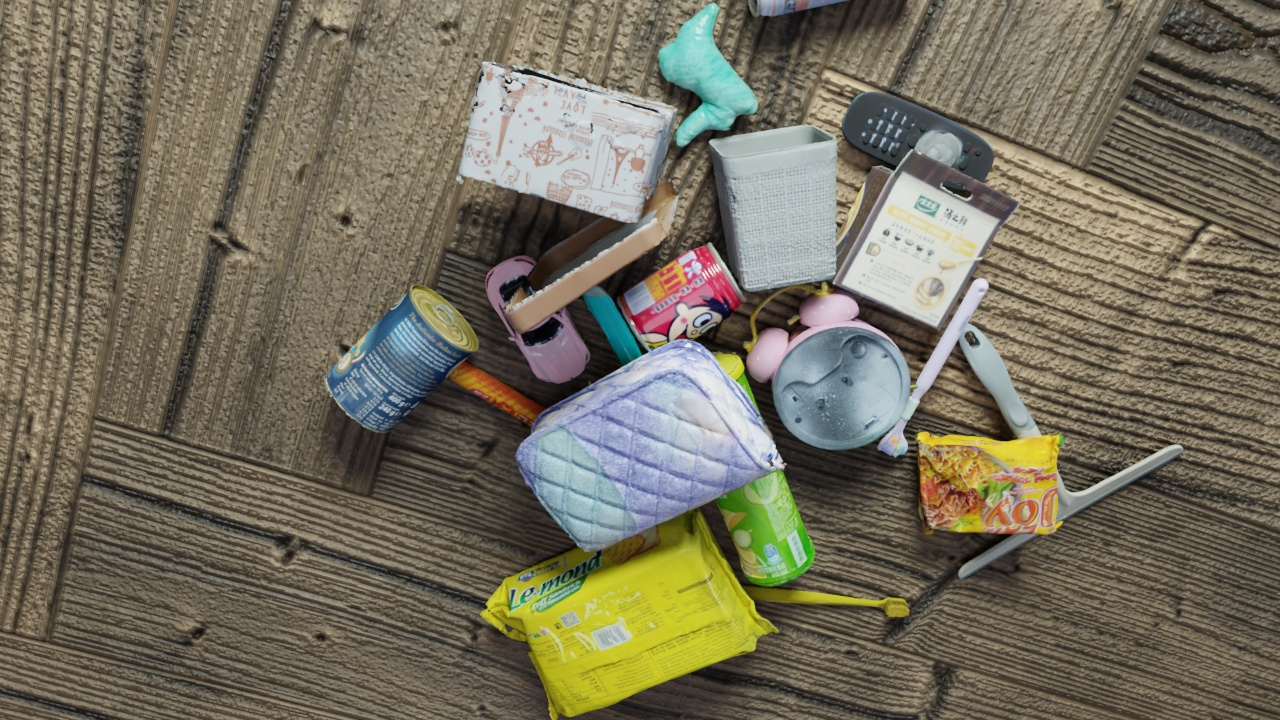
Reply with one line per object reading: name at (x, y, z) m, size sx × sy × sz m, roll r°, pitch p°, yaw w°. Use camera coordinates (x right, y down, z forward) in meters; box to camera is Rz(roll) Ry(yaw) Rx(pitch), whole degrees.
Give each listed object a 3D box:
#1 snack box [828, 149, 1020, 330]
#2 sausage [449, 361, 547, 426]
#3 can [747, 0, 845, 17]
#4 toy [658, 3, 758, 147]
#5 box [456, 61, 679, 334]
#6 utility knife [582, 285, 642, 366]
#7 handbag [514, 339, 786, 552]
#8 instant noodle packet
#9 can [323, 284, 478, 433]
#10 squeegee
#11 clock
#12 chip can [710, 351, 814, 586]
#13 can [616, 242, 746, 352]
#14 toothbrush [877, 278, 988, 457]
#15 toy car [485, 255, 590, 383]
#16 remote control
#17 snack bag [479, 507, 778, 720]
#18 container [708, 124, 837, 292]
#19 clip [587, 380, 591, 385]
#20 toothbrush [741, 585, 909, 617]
snack box at (0.234, -0.103, 0.778) m, size 0.113 × 0.053 × 0.126 m, roll 21°, pitch 106°, yaw -17°
sausage at (-0.104, 0.045, 0.829) m, size 0.165 × 0.021 × 0.021 m, roll 32°, pitch 104°, yaw -13°
can at (0.150, -0.304, 0.706) m, size 0.134 × 0.053 × 0.053 m, roll -12°, pitch 110°, yaw 0°
toy at (0.051, -0.222, 0.742) m, size 0.097 × 0.030 × 0.092 m, roll -41°, pitch 105°, yaw 16°
box at (-0.048, -0.115, 0.692) m, size 0.153 × 0.182 × 0.178 m, roll 18°, pitch 108°, yaw 0°
utility knife at (-0.005, 0.005, 0.788) m, size 0.029 × 0.013 × 0.208 m, roll 7°, pitch 142°, yaw 33°
handbag at (0.004, 0.073, 0.761) m, size 0.194 × 0.075 × 0.134 m, roll -27°, pitch 108°, yaw 26°
instant noodle packet at (0.322, 0.117, 0.846) m, size 0.128 × 0.044 × 0.111 m, roll -1°, pitch 117°, yaw 18°
can at (-0.203, 0.000, 0.779) m, size 0.111 × 0.075 × 0.075 m, roll -42°, pitch 107°, yaw 11°
squeegee at (0.360, 0.067, 0.858) m, size 0.247 × 0.039 × 0.246 m, roll -32°, pitch 108°, yaw 8°
clock at (0.161, 0.002, 0.807) m, size 0.117 × 0.059 × 0.158 m, roll -39°, pitch 106°, yaw 17°
chip can at (0.094, 0.103, 0.836) m, size 0.072 × 0.072 × 0.221 m, roll -22°, pitch 109°, yaw 4°
can at (0.036, -0.051, 0.781) m, size 0.094 × 0.066 × 0.066 m, roll -32°, pitch 108°, yaw 7°
toothbrush at (0.262, 0.009, 0.820) m, size 0.029 × 0.021 × 0.190 m, roll 11°, pitch 121°, yaw -13°
toy car at (-0.088, -0.033, 0.796) m, size 0.056 × 0.037 × 0.122 m, roll -27°, pitch 110°, yaw 8°
remote control at (0.231, -0.184, 0.769) m, size 0.136 × 0.024 × 0.053 m, roll 20°, pitch 109°, yaw -11°
snack bag at (-0.012, 0.245, 0.876) m, size 0.247 × 0.068 × 0.158 m, roll -26°, pitch 107°, yaw 11°
container at (0.110, -0.124, 0.750) m, size 0.090 × 0.090 × 0.114 m, roll -9°, pitch 112°, yaw 0°
clip at (-0.035, 0.063, 0.829) m, size 0.083 × 0.034 × 0.104 m, roll 7°, pitch 104°, yaw -4°
toothbrush at (0.177, 0.241, 0.918) m, size 0.190 × 0.016 × 0.016 m, roll 7°, pitch 108°, yaw -6°
